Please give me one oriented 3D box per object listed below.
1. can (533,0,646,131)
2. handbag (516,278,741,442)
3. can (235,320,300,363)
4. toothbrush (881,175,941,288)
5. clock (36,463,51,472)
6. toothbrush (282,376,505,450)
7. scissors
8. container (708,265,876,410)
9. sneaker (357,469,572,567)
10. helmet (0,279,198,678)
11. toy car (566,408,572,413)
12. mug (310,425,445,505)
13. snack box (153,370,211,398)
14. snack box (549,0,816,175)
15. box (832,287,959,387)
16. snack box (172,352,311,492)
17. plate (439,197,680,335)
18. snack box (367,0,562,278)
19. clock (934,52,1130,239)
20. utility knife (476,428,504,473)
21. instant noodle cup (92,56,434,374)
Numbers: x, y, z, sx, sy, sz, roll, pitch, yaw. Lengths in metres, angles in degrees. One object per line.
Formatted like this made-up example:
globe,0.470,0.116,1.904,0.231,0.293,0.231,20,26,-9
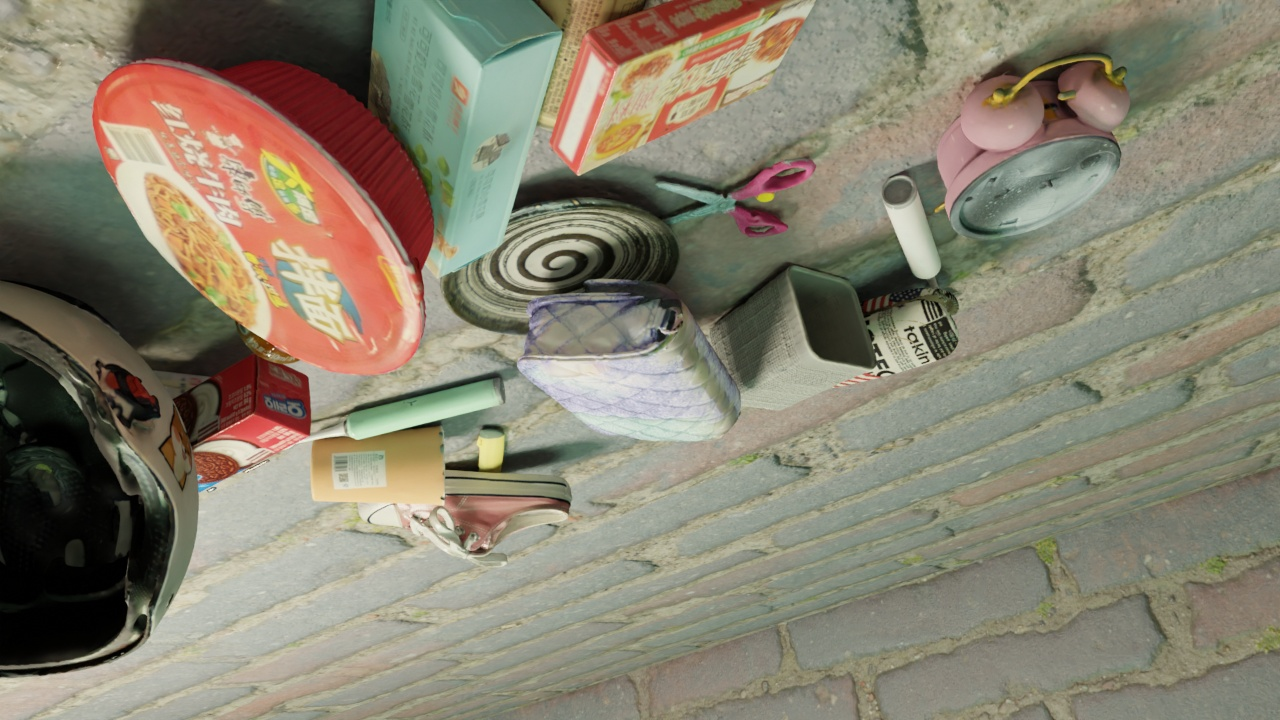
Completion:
can,-0.030,-0.171,0.446,0.058,0.058,0.117,-3,152,-21
handbag,-0.004,0.004,0.729,0.134,0.075,0.194,1,159,20
can,-0.206,-0.053,0.602,0.148,0.057,0.057,-32,149,33
toothbrush,0.237,-0.092,0.775,0.027,0.026,0.221,-45,149,5
clock,-0.524,0.094,0.749,0.116,0.056,0.161,-26,152,22
toothbrush,-0.233,0.053,0.842,0.224,0.027,0.026,-14,141,1
scissors,0.066,-0.112,0.667,0.133,0.017,0.130,-16,157,16
container,0.129,-0.013,0.814,0.090,0.090,0.115,9,149,-38
sneaker,-0.196,0.177,1.019,0.241,0.087,0.118,-1,152,0
helmet,-0.396,0.062,0.596,0.230,0.274,0.156,-14,-161,4
toy car,-0.032,0.040,0.908,0.048,0.032,0.105,-31,138,33
mug,-0.252,0.104,0.886,0.122,0.078,0.078,-1,152,-15
snack box,-0.389,0.039,0.737,0.156,0.026,0.085,10,145,-40
snack box,0.025,-0.152,0.470,0.152,0.025,0.075,-33,166,-33
box,0.214,-0.033,0.856,0.164,0.083,0.075,-19,120,39
snack box,-0.351,0.066,0.714,0.208,0.057,0.058,-25,148,20
plate,-0.059,-0.071,0.679,0.179,0.024,0.180,-11,156,-5
snack box,-0.099,-0.123,0.476,0.051,0.074,0.175,-35,167,-31
clock,0.269,-0.150,0.634,0.117,0.059,0.159,-10,156,-4
utility knife,-0.171,0.125,1.028,0.031,0.022,0.221,-2,146,-13
instant noodle cup,-0.180,-0.081,0.477,0.194,0.065,0.194,19,143,15
